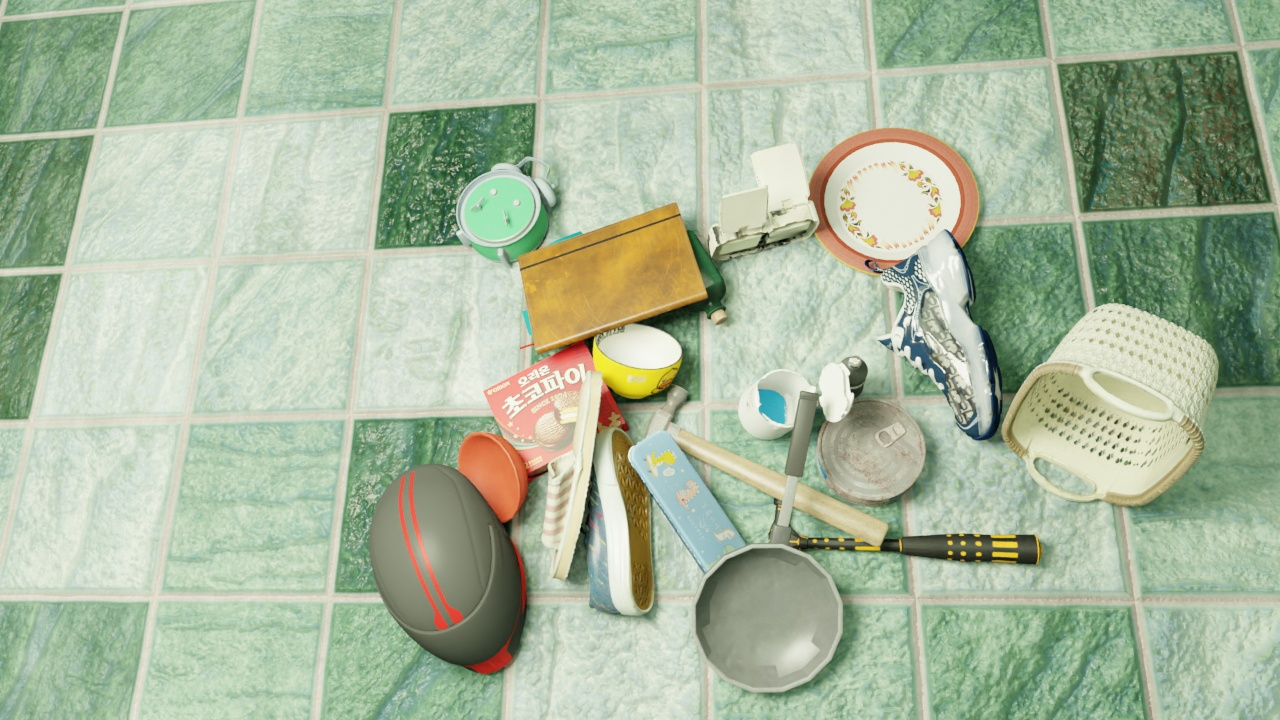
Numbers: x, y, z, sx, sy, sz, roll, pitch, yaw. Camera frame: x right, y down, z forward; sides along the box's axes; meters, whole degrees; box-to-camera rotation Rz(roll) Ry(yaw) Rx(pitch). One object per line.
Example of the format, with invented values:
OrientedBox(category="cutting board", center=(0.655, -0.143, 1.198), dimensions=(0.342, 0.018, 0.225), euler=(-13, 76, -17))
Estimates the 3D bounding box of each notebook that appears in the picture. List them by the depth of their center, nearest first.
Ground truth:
OrientedBox(category="notebook", center=(-0.051, -0.115, 1.228), dimensions=(0.249, 0.014, 0.178), euler=(-18, 58, 6))

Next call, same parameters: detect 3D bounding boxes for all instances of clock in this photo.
OrientedBox(category="clock", center=(-0.188, -0.225, 1.320), dimensions=(0.122, 0.075, 0.161), euler=(27, 76, 16))

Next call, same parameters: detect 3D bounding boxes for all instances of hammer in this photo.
OrientedBox(category="hammer", center=(0.316, 0.228, 1.115), dimensions=(0.321, 0.036, 0.123), euler=(0, 72, 11))
OrientedBox(category="hammer", center=(0.152, 0.147, 1.157), dimensions=(0.331, 0.031, 0.119), euler=(25, 78, 20))

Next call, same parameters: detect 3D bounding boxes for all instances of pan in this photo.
OrientedBox(category="pan", center=(0.164, 0.212, 1.080), dimensions=(0.178, 0.041, 0.357), euler=(11, 93, -1))

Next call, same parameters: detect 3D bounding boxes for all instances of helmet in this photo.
OrientedBox(category="helmet", center=(-0.239, 0.249, 1.117), dimensions=(0.164, 0.170, 0.264), euler=(-25, 69, -1))

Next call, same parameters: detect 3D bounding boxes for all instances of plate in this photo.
OrientedBox(category="plate", center=(0.345, -0.217, 1.265), dimensions=(0.230, 0.021, 0.229), euler=(-3, 71, 8))

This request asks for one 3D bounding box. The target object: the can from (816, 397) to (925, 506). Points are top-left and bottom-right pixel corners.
OrientedBox(category="can", center=(0.287, 0.114, 1.149), dimensions=(0.130, 0.044, 0.129), euler=(-3, 71, 8))

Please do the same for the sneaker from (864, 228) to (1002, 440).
OrientedBox(category="sneaker", center=(0.372, -0.024, 1.168), dimensions=(0.133, 0.103, 0.269), euler=(-17, 77, 24))

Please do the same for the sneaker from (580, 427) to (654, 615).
OrientedBox(category="sneaker", center=(-0.037, 0.204, 1.160), dimensions=(0.079, 0.087, 0.235), euler=(-15, 72, 27))

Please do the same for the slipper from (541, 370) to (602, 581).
OrientedBox(category="slipper", center=(-0.090, 0.139, 1.138), dimensions=(0.052, 0.115, 0.263), euler=(11, 90, -5))

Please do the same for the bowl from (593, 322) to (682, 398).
OrientedBox(category="bowl", center=(-0.007, 0.007, 1.208), dimensions=(0.117, 0.068, 0.117), euler=(8, 31, -5))

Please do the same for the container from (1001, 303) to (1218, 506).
OrientedBox(category="container", center=(0.530, 0.053, 1.037), dimensions=(0.185, 0.246, 0.142), euler=(30, 69, 20))

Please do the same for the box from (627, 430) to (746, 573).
OrientedBox(category="box", center=(0.063, 0.182, 1.131), dimensions=(0.066, 0.049, 0.209), euler=(-34, 87, -3))

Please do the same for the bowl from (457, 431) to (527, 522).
OrientedBox(category="bowl", center=(-0.185, 0.147, 1.190), dimensions=(0.122, 0.035, 0.122), euler=(14, 111, 39))

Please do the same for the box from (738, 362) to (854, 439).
OrientedBox(category="box", center=(0.189, 0.048, 1.131), dimensions=(0.112, 0.163, 0.084), euler=(6, 77, -4))

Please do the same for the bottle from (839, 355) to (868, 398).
OrientedBox(category="bottle", center=(0.265, 0.018, 1.150), dimensions=(0.036, 0.110, 0.036), euler=(-3, 71, 7))

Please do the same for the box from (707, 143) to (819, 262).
OrientedBox(category="box", center=(0.157, -0.203, 1.205), dimensions=(0.145, 0.186, 0.095), euler=(-14, 62, -4))

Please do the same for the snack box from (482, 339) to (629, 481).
OrientedBox(category="snack box", center=(-0.114, 0.067, 1.231), dimensions=(0.152, 0.036, 0.132), euler=(-27, 70, -1))

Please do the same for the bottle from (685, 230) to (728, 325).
OrientedBox(category="bottle", center=(0.078, -0.106, 1.246), dimensions=(0.061, 0.061, 0.131), euler=(-29, 70, 0))
